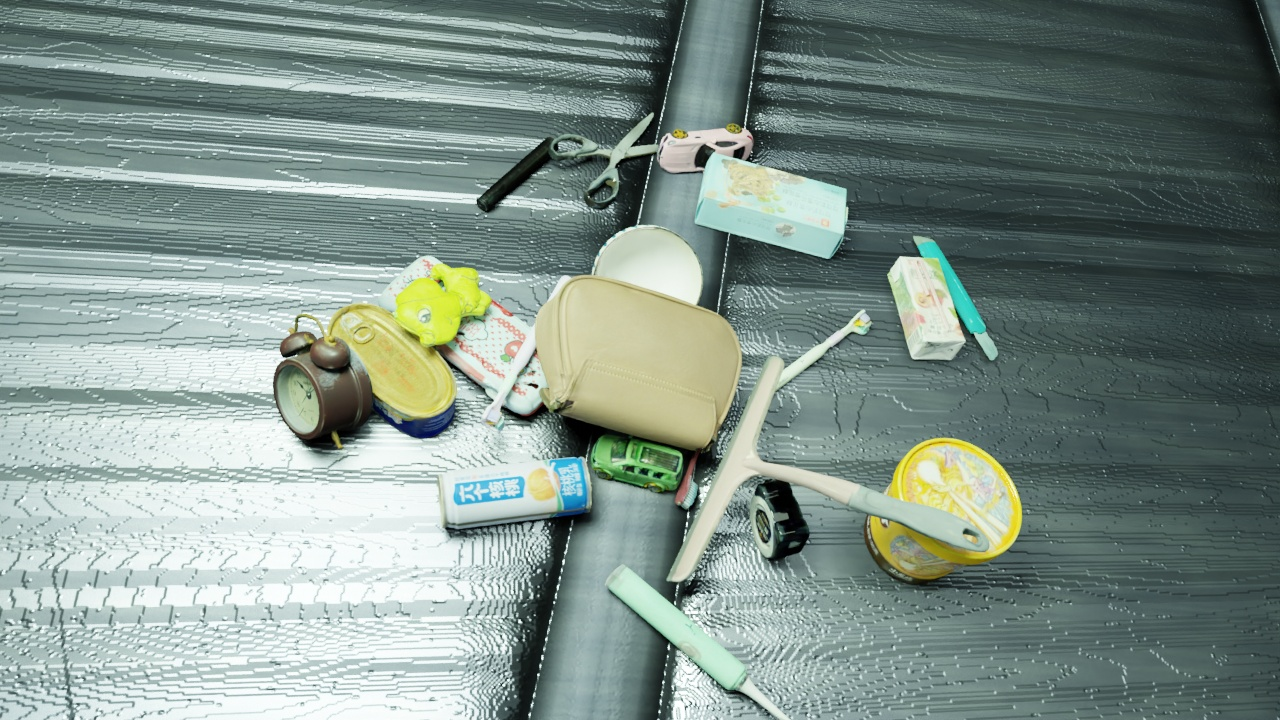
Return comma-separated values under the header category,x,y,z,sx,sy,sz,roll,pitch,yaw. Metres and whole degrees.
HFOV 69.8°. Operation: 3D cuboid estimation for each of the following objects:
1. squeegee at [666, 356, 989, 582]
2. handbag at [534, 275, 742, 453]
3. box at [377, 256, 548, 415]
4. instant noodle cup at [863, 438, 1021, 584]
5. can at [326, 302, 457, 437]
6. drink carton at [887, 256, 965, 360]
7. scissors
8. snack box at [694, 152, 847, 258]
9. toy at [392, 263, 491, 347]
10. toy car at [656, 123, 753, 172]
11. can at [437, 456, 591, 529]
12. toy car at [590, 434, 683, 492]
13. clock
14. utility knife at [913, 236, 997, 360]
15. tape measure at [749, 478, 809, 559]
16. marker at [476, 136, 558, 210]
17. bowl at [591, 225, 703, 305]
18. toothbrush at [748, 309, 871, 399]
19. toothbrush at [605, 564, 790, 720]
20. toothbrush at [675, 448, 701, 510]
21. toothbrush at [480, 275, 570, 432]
category,x,y,z,sx,sy,sz,roll,pitch,yaw
squeegee,0.179,0.118,0.808,0.250,0.040,0.247,16,64,24
handbag,-0.005,0.005,0.894,0.204,0.100,0.147,17,61,-20
box,-0.168,-0.025,0.922,0.201,0.047,0.086,36,58,9
instant noodle cup,0.278,0.151,0.873,0.118,0.115,0.118,5,58,-9
can,-0.238,0.010,0.882,0.148,0.049,0.074,40,59,13
drink carton,0.329,-0.063,1.057,0.053,0.046,0.122,1,58,-11
scissors,-0.031,-0.247,1.103,0.159,0.014,0.177,18,60,-17
snack box,0.155,-0.183,1.088,0.175,0.052,0.074,14,56,-4
toy,-0.196,-0.056,0.893,0.100,0.031,0.096,-12,59,-30
toy car,0.080,-0.253,1.113,0.122,0.056,0.037,-10,55,-18
can,-0.115,0.121,0.839,0.134,0.053,0.053,-5,60,-15
toy car,-0.002,0.097,0.891,0.091,0.036,0.043,12,58,-1
clock,-0.289,0.016,0.828,0.082,0.122,0.055,10,20,36
utility knife,0.377,-0.078,1.096,0.029,0.013,0.186,-12,61,-17
tape measure,0.129,0.153,0.867,0.033,0.066,0.065,-8,55,-14
marker,-0.141,-0.217,1.060,0.020,0.022,0.131,52,57,-17
bowl,0.003,-0.088,0.975,0.116,0.116,0.066,4,14,-10
toothbrush,0.186,-0.002,1.004,0.189,0.029,0.020,-33,29,-26
toothbrush,0.061,0.261,0.810,0.224,0.027,0.027,38,37,11
toothbrush,0.070,0.070,0.935,0.017,0.016,0.187,38,53,-21
toothbrush,-0.107,-0.013,0.897,0.021,0.029,0.188,1,52,32
